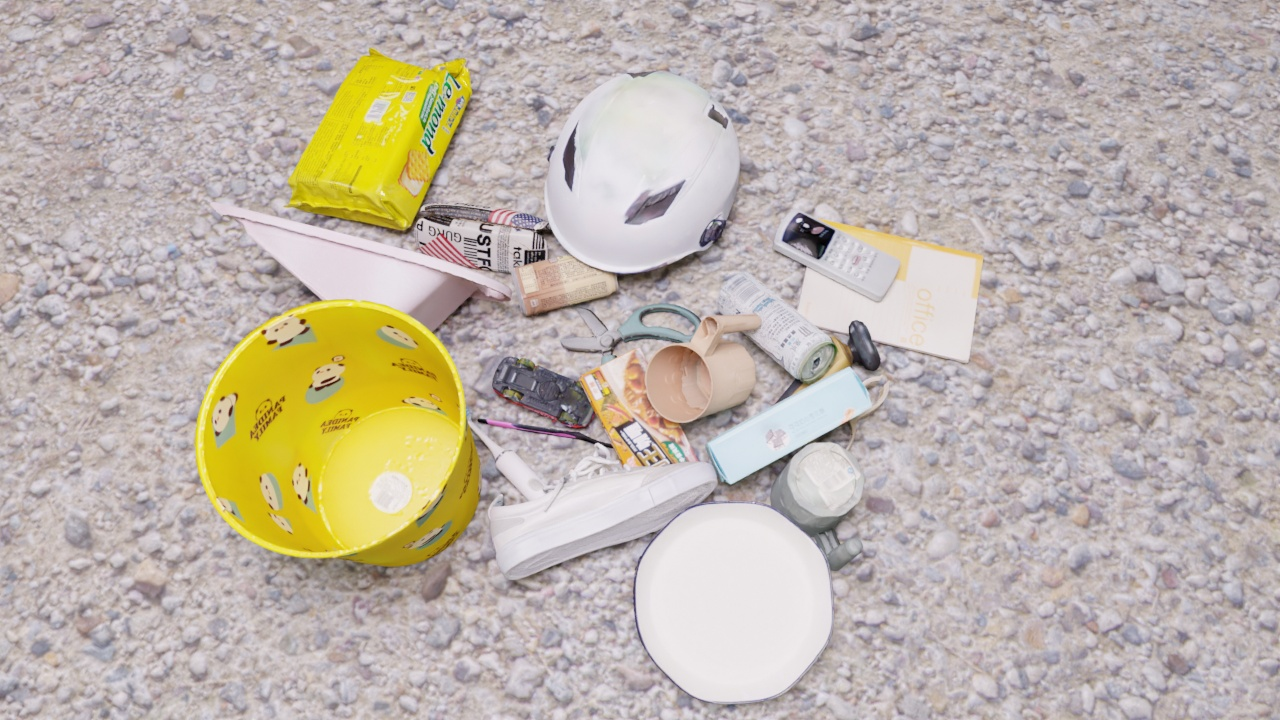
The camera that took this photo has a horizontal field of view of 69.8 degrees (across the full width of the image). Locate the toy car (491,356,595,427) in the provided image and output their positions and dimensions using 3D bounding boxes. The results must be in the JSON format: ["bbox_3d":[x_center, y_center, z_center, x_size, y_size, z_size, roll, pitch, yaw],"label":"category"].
[{"bbox_3d":[-0.106,0.036,1.033,0.120,0.045,0.052,23,74,1],"label":"toy car"}]

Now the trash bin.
[{"bbox_3d":[-0.265,0.094,0.899,0.229,0.256,0.229,0,71,-1],"label":"trash bin"}]

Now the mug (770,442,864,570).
[{"bbox_3d":[0.193,0.154,0.964,0.083,0.103,0.124,-20,71,-8],"label":"mug"}]

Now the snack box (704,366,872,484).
[{"bbox_3d":[0.154,0.070,0.974,0.175,0.074,0.051,-29,85,-1],"label":"snack box"}]

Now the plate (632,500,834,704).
[{"bbox_3d":[0.095,0.247,0.952,0.205,0.045,0.204,0,75,1],"label":"plate"}]

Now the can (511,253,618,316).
[{"bbox_3d":[-0.088,-0.093,1.072,0.116,0.058,0.058,-15,71,-6],"label":"can"}]

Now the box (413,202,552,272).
[{"bbox_3d":[-0.184,-0.161,1.100,0.163,0.076,0.087,9,50,6],"label":"box"}]

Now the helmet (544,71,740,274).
[{"bbox_3d":[0.008,-0.236,1.053,0.229,0.146,0.257,31,56,12],"label":"helmet"}]

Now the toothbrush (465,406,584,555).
[{"bbox_3d":[-0.131,0.127,1.011,0.221,0.026,0.026,44,42,14],"label":"toothbrush"}]

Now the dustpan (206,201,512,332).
[{"bbox_3d":[-0.284,-0.113,1.001,0.273,0.222,0.139,42,87,0],"label":"dustpan"}]

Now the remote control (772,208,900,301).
[{"bbox_3d":[0.233,-0.128,1.096,0.150,0.021,0.058,28,71,9],"label":"remote control"}]

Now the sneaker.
[{"bbox_3d":[-0.042,0.142,0.956,0.242,0.090,0.090,-19,64,-9],"label":"sneaker"}]

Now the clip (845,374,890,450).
[{"bbox_3d":[0.240,0.054,1.040,0.099,0.034,0.066,-42,77,-5],"label":"clip"}]

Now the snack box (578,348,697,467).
[{"bbox_3d":[-0.001,0.070,1.012,0.075,0.026,0.153,-27,90,-11],"label":"snack box"}]

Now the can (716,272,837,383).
[{"bbox_3d":[0.151,-0.039,1.032,0.058,0.058,0.146,-36,54,-13],"label":"can"}]

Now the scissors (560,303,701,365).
[{"bbox_3d":[-0.006,0.006,1.060,0.170,0.019,0.181,-2,71,-3],"label":"scissors"}]

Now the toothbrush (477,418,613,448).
[{"bbox_3d":[-0.091,0.080,1.035,0.189,0.014,0.017,9,60,3],"label":"toothbrush"}]

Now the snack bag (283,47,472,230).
[{"bbox_3d":[-0.316,-0.275,1.115,0.158,0.068,0.246,13,70,18],"label":"snack bag"}]

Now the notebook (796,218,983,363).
[{"bbox_3d":[0.299,-0.086,1.099,0.206,0.010,0.145,14,70,5],"label":"notebook"}]

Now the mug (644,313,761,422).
[{"bbox_3d":[0.076,0.003,0.990,0.084,0.103,0.125,39,115,25],"label":"mug"}]

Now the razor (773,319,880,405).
[{"bbox_3d":[0.205,0.027,1.037,0.167,0.062,0.067,-43,47,-9],"label":"razor"}]
